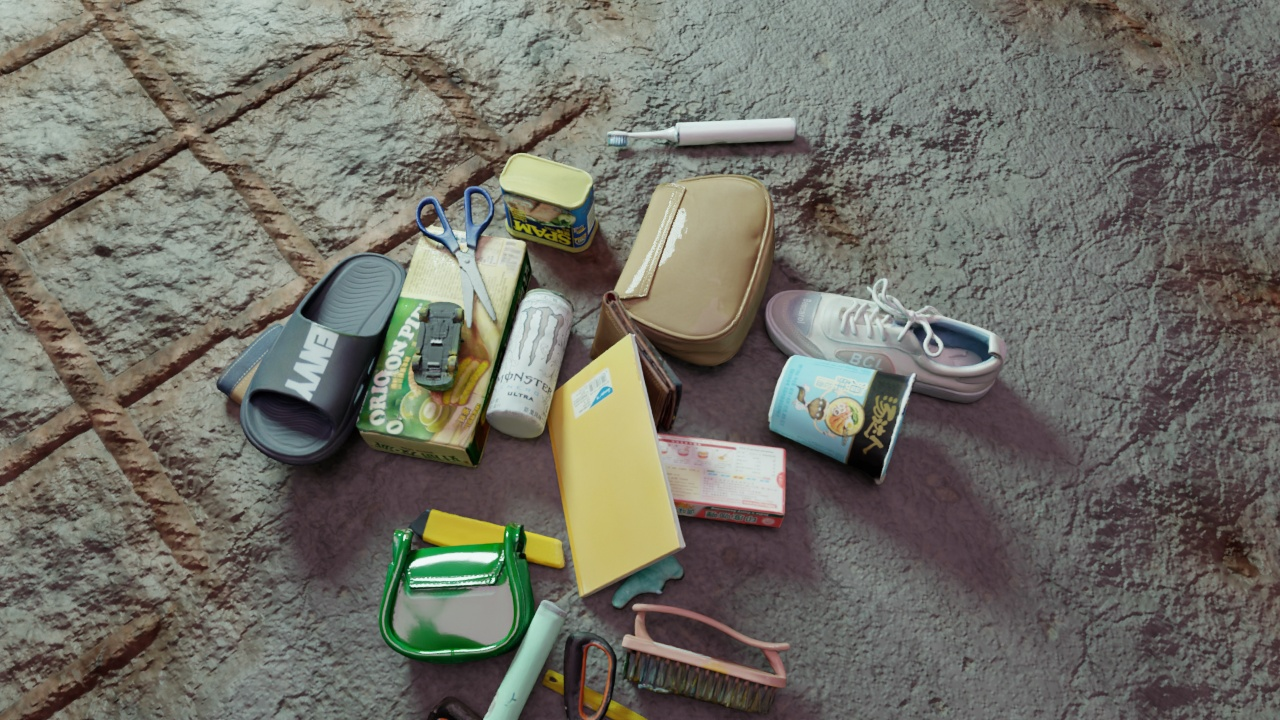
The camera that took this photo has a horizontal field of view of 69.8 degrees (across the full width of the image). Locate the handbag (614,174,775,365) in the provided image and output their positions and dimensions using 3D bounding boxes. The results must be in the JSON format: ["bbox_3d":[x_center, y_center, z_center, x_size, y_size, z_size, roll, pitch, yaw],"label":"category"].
[{"bbox_3d":[0.060,-0.095,0.957,0.148,0.100,0.204,14,65,15],"label":"handbag"}]

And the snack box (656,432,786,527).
[{"bbox_3d":[0.060,0.112,0.881,0.156,0.027,0.076,7,49,3],"label":"snack box"}]

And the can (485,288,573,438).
[{"bbox_3d":[-0.109,0.002,0.922,0.058,0.058,0.146,10,60,5],"label":"can"}]

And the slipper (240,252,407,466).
[{"bbox_3d":[-0.307,-0.024,0.900,0.110,0.083,0.267,16,51,0],"label":"slipper"}]

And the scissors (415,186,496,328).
[{"bbox_3d":[-0.171,-0.112,0.939,0.171,0.012,0.140,39,69,17],"label":"scissors"}]

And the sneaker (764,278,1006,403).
[{"bbox_3d":[0.244,-0.025,0.924,0.242,0.091,0.089,16,64,8],"label":"sneaker"}]

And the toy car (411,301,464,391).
[{"bbox_3d":[-0.192,-0.014,0.876,0.043,0.036,0.091,2,66,1],"label":"toy car"}]

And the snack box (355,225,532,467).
[{"bbox_3d":[-0.193,-0.018,0.934,0.114,0.063,0.239,9,65,4],"label":"snack box"}]

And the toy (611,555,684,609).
[{"bbox_3d":[-0.005,0.183,0.855,0.092,0.030,0.096,39,62,19],"label":"toy"}]

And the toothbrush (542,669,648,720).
[{"bbox_3d":[0.001,0.317,0.800,0.190,0.017,0.015,23,67,10],"label":"toothbrush"}]

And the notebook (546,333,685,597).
[{"bbox_3d":[-0.031,0.098,0.850,0.010,0.146,0.206,10,56,-40],"label":"notebook"}]

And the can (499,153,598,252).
[{"bbox_3d":[-0.100,-0.171,0.996,0.102,0.083,0.057,17,65,8],"label":"can"}]

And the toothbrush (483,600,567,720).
[{"bbox_3d":[-0.121,0.308,0.767,0.027,0.026,0.224,29,73,-8],"label":"toothbrush"}]

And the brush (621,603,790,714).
[{"bbox_3d":[0.056,0.260,0.801,0.146,0.063,0.073,13,75,5],"label":"brush"}]

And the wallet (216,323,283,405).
[{"bbox_3d":[-0.359,0.026,0.931,0.115,0.033,0.090,35,72,14],"label":"wallet"}]

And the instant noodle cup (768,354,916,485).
[{"bbox_3d":[0.191,0.049,0.886,0.120,0.111,0.111,17,65,16],"label":"instant noodle cup"}]

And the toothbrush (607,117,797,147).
[{"bbox_3d":[0.071,-0.266,1.073,0.221,0.027,0.026,-3,87,-2],"label":"toothbrush"}]

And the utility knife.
[{"bbox_3d":[-0.144,0.171,0.871,0.154,0.015,0.033,13,71,5],"label":"utility knife"}]

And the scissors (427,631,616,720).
[{"bbox_3d":[-0.081,0.341,0.778,0.221,0.022,0.234,13,72,10],"label":"scissors"}]

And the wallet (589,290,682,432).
[{"bbox_3d":[-0.005,0.005,0.902,0.032,0.101,0.124,-27,67,-22],"label":"wallet"}]

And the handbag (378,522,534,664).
[{"bbox_3d":[-0.162,0.207,0.817,0.131,0.068,0.120,-5,74,-1],"label":"handbag"}]
